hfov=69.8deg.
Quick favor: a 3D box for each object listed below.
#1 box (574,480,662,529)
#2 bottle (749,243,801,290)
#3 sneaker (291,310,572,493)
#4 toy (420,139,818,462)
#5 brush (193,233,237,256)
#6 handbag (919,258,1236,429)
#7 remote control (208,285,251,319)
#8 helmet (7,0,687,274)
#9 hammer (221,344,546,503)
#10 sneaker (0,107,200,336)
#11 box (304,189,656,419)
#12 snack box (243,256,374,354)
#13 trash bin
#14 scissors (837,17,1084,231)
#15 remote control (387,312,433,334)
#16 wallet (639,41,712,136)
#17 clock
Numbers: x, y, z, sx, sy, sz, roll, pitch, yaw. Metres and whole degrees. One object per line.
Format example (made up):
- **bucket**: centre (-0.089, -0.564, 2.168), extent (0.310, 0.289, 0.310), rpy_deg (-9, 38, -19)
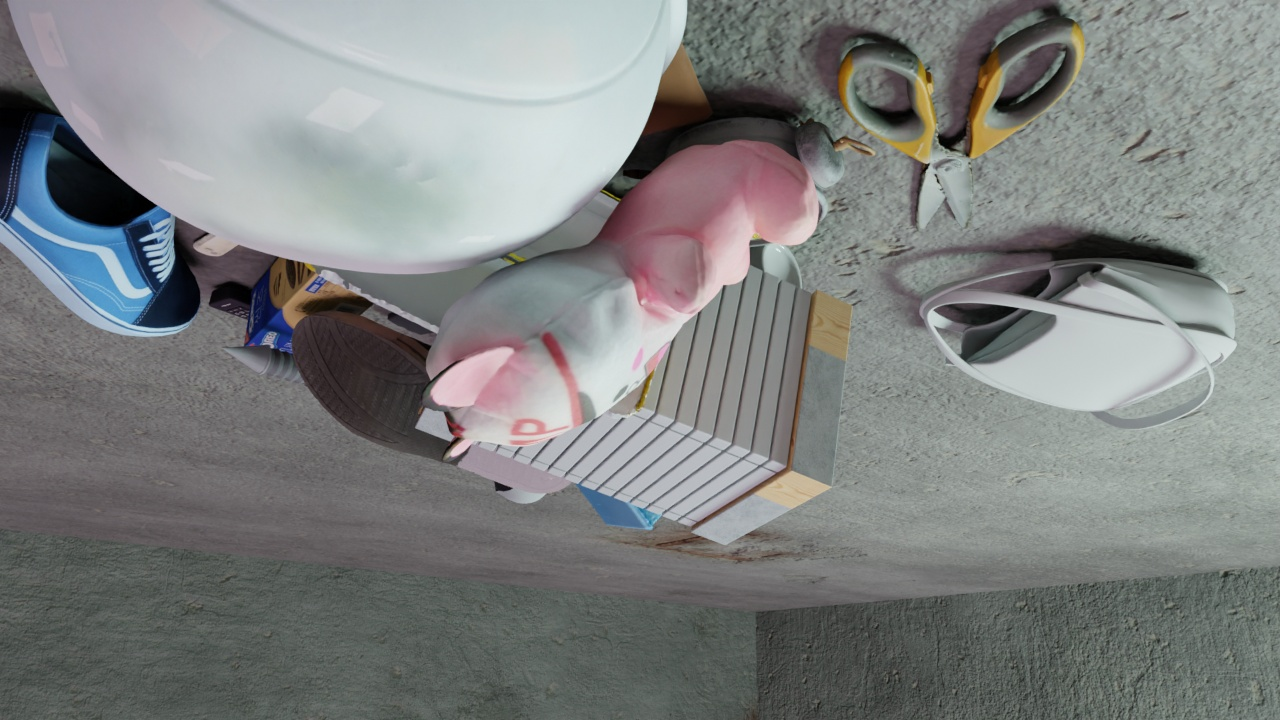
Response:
- **box**: centre (-0.064, 0.059, 0.861), extent (0.231, 0.048, 0.093), rpy_deg (53, 154, -13)
- **bottle**: centre (0.033, -0.043, 0.739), extent (0.196, 0.052, 0.052), rpy_deg (-17, 153, 40)
- **sneaker**: centre (-0.151, 0.012, 0.730), extent (0.234, 0.119, 0.095), rpy_deg (19, 118, -7)
- **toy**: centre (-0.017, -0.029, 0.449), extent (0.212, 0.084, 0.142), rpy_deg (-39, -177, -17)
- **brush**: centre (-0.268, -0.107, 0.655), extent (0.218, 0.012, 0.033), rpy_deg (-15, 153, 41)
- **handbag**: centre (0.326, -0.015, 0.742), extent (0.222, 0.095, 0.216), rpy_deg (11, 156, -9)
- **remote control**: centre (-0.324, -0.037, 0.839), extent (0.032, 0.015, 0.136), rpy_deg (-11, 159, 30)
- **helmet**: centre (-0.112, -0.120, 0.375), extent (0.263, 0.163, 0.237), rpy_deg (19, 154, -27)
- **hammer**: centre (-0.211, 0.033, 0.813), extent (0.043, 0.155, 0.321), rpy_deg (-34, 144, 29)
- **sneaker**: centre (-0.354, -0.081, 0.632), extent (0.098, 0.083, 0.241), rpy_deg (0, 157, 6)
- **box**: centre (-0.074, -0.060, 0.528), extent (0.209, 0.129, 0.039), rpy_deg (27, 159, -11)
- **snack box**: centre (-0.256, -0.057, 0.721), extent (0.057, 0.056, 0.207), rpy_deg (13, 156, -35)
- **trash bin**: centre (-0.004, 0.004, 0.638), extent (0.247, 0.142, 0.143), rpy_deg (23, 148, -13)
- **scissors**: centre (0.174, -0.129, 0.553), extent (0.162, 0.016, 0.226), rpy_deg (1, 161, 2)
- **remote control**: centre (-0.167, -0.044, 0.814), extent (0.125, 0.009, 0.046), rpy_deg (-11, 156, 31)
- **wallet**: centre (-0.018, -0.158, 0.494), extent (0.087, 0.013, 0.121), rpy_deg (-10, 157, 17)
- **clock**: centre (0.071, -0.107, 0.554), extent (0.148, 0.056, 0.103), rpy_deg (-13, 161, 38)
